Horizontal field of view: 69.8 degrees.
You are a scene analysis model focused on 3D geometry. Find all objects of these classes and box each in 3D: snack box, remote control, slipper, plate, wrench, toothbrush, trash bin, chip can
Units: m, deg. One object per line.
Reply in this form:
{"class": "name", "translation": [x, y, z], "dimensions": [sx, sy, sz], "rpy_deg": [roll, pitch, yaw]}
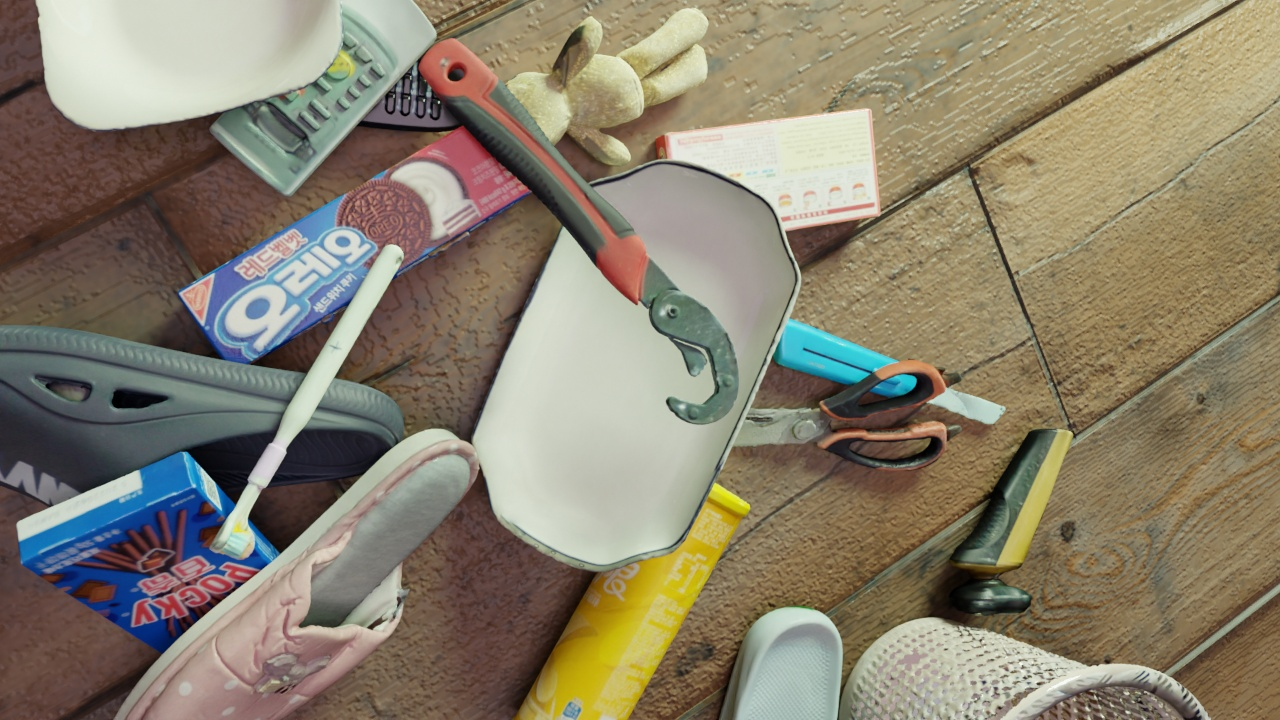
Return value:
{"class": "snack box", "translation": [-0.168, -0.070, 0.553], "dimensions": [0.207, 0.057, 0.058], "rpy_deg": [-34, 103, -10]}
{"class": "remote control", "translation": [-0.168, -0.169, 0.556], "dimensions": [0.136, 0.024, 0.053], "rpy_deg": [4, 98, -15]}
{"class": "slipper", "translation": [-0.266, 0.048, 0.501], "dimensions": [0.267, 0.111, 0.083], "rpy_deg": [8, 56, -23]}
{"class": "snack box", "translation": [0.091, -0.128, 0.641], "dimensions": [0.155, 0.027, 0.077], "rpy_deg": [-11, 100, -16]}
{"class": "plate", "translation": [-0.244, -0.206, 0.502], "dimensions": [0.164, 0.034, 0.163], "rpy_deg": [-11, 83, 0]}
{"class": "wrench", "translation": [-0.031, -0.076, 0.539], "dimensions": [0.056, 0.016, 0.273], "rpy_deg": [-39, 95, -9]}
{"class": "plate", "translation": [-0.004, 0.003, 0.593], "dimensions": [0.162, 0.034, 0.266], "rpy_deg": [24, 92, 15]}
{"class": "toothbrush", "translation": [-0.175, 0.018, 0.497], "dimensions": [0.020, 0.029, 0.189], "rpy_deg": [19, 72, 13]}
{"class": "trash bin", "translation": [0.253, 0.289, 0.658], "dimensions": [0.227, 0.192, 0.227], "rpy_deg": [-2, 97, -17]}
{"class": "snack box", "translation": [-0.258, 0.114, 0.512], "dimensions": [0.084, 0.026, 0.157], "rpy_deg": [-24, 148, -13]}
{"class": "slipper", "translation": [-0.194, 0.154, 0.548], "dimensions": [0.054, 0.114, 0.274], "rpy_deg": [38, 76, 26]}
{"class": "remote control", "translation": [-0.181, -0.161, 0.530], "dimensions": [0.056, 0.019, 0.135], "rpy_deg": [43, 86, -16]}
{"class": "chip can", "translation": [-0.006, 0.174, 0.627], "dimensions": [0.072, 0.072, 0.213], "rpy_deg": [30, 88, -19]}
{"class": "slipper", "translation": [0.102, 0.306, 0.678], "dimensions": [0.104, 0.074, 0.245], "rpy_deg": [12, 92, -19]}

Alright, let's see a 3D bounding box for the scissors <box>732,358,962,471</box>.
{"class": "scissors", "translation": [0.136, 0.036, 0.674], "dimensions": [0.197, 0.015, 0.205], "rpy_deg": [-45, 116, 10]}

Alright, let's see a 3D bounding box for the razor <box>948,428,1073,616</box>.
{"class": "razor", "translation": [0.298, 0.128, 0.727], "dimensions": [0.067, 0.062, 0.167], "rpy_deg": [26, 83, 13]}

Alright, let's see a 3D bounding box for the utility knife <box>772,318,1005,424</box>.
{"class": "utility knife", "translation": [0.192, 0.014, 0.696], "dimensions": [0.216, 0.018, 0.034], "rpy_deg": [17, 91, -20]}

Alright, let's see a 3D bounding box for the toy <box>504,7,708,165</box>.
{"class": "toy", "translation": [-0.022, -0.178, 0.586], "dimensions": [0.157, 0.066, 0.105], "rpy_deg": [-29, 146, -16]}
